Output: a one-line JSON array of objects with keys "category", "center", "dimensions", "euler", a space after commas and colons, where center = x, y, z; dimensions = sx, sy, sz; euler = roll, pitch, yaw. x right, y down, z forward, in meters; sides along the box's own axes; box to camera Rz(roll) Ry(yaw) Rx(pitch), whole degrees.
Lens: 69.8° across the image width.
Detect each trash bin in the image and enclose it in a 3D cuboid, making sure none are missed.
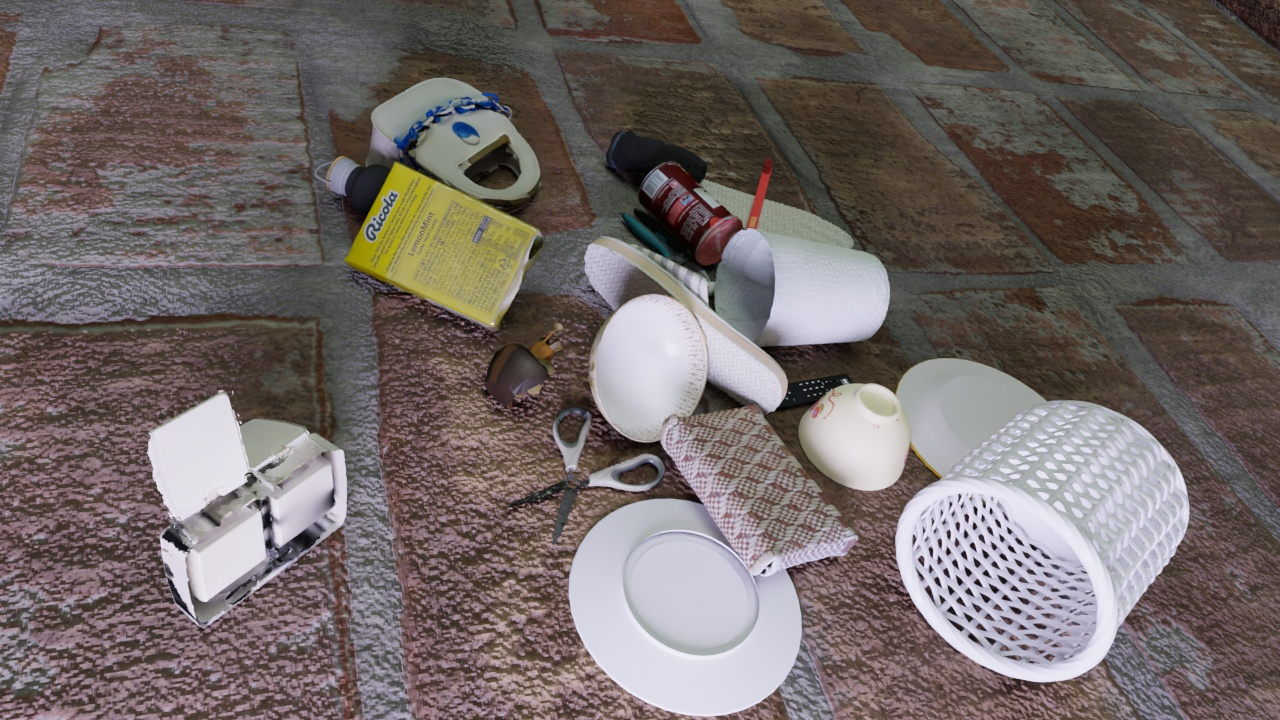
[{"category": "trash bin", "center": [0.186, -0.077, 1.047], "dimensions": [0.161, 0.134, 0.133], "euler": [2, 46, -24]}]

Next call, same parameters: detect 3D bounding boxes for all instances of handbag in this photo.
[{"category": "handbag", "center": [0.107, 0.120, 0.874], "dimensions": [0.124, 0.047, 0.185], "euler": [-6, 46, -36]}, {"category": "handbag", "center": [-0.216, -0.256, 1.117], "dimensions": [0.199, 0.093, 0.200], "euler": [31, 43, 3]}]

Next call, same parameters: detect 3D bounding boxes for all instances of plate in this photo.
[{"category": "plate", "center": [0.042, 0.202, 0.793], "dimensions": [0.208, 0.015, 0.208], "euler": [10, 44, -10]}, {"category": "plate", "center": [0.399, 0.075, 1.037], "dimensions": [0.229, 0.021, 0.229], "euler": [10, 44, -10]}]

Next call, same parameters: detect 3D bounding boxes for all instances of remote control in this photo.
[{"category": "remote control", "center": [0.178, 0.036, 1.010], "dimensions": [0.139, 0.009, 0.030], "euler": [-8, 50, -26]}]

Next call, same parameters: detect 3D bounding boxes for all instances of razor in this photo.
[{"category": "razor", "center": [0.023, -0.263, 1.214], "dimensions": [0.140, 0.053, 0.063], "euler": [22, 4, 19]}]

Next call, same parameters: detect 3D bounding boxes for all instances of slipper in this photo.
[{"category": "slipper", "center": [0.144, -0.173, 1.180], "dimensions": [0.263, 0.052, 0.114], "euler": [26, 39, 23]}, {"category": "slipper", "center": [0.049, -0.044, 0.979], "dimensions": [0.273, 0.115, 0.054], "euler": [39, 65, 20]}]

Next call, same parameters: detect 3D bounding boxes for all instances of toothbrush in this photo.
[{"category": "toothbrush", "center": [0.154, -0.214, 1.177], "dimensions": [0.012, 0.018, 0.211], "euler": [12, 36, 7]}]

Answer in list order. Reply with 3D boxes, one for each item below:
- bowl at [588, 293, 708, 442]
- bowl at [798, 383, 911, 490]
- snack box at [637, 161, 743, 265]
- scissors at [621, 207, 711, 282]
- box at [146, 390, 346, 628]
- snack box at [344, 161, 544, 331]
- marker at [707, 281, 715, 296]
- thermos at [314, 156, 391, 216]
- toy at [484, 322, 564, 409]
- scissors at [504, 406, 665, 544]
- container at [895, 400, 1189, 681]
[{"category": "bowl", "center": [-0.006, 0.005, 0.917], "dimensions": [0.144, 0.145, 0.063], "euler": [-23, 19, -35]}, {"category": "bowl", "center": [0.233, 0.065, 0.952], "dimensions": [0.118, 0.074, 0.117], "euler": [10, 44, -10]}, {"category": "snack box", "center": [0.060, -0.181, 1.119], "dimensions": [0.072, 0.072, 0.121], "euler": [-21, 56, -34]}, {"category": "scissors", "center": [0.028, -0.139, 1.130], "dimensions": [0.139, 0.019, 0.135], "euler": [8, 46, -13]}, {"category": "box", "center": [-0.308, 0.078, 0.682], "dimensions": [0.099, 0.184, 0.143], "euler": [29, 40, 19]}, {"category": "snack box", "center": [-0.203, -0.117, 0.969], "dimensions": [0.181, 0.045, 0.121], "euler": [25, 86, 5]}, {"category": "marker", "center": [0.123, -0.086, 1.108], "dimensions": [0.145, 0.017, 0.017], "euler": [-1, 47, -20]}, {"category": "thermos", "center": [-0.261, -0.173, 1.033], "dimensions": [0.231, 0.061, 0.061], "euler": [26, 44, 8]}, {"category": "toy", "center": [-0.110, 0.002, 0.912], "dimensions": [0.076, 0.062, 0.099], "euler": [8, 46, 45]}, {"category": "scissors", "center": [-0.053, 0.103, 0.862], "dimensions": [0.170, 0.013, 0.157], "euler": [0, 44, -20]}, {"category": "container", "center": [0.361, 0.154, 0.825], "dimensions": [0.186, 0.190, 0.189], "euler": [-26, 59, -38]}]
